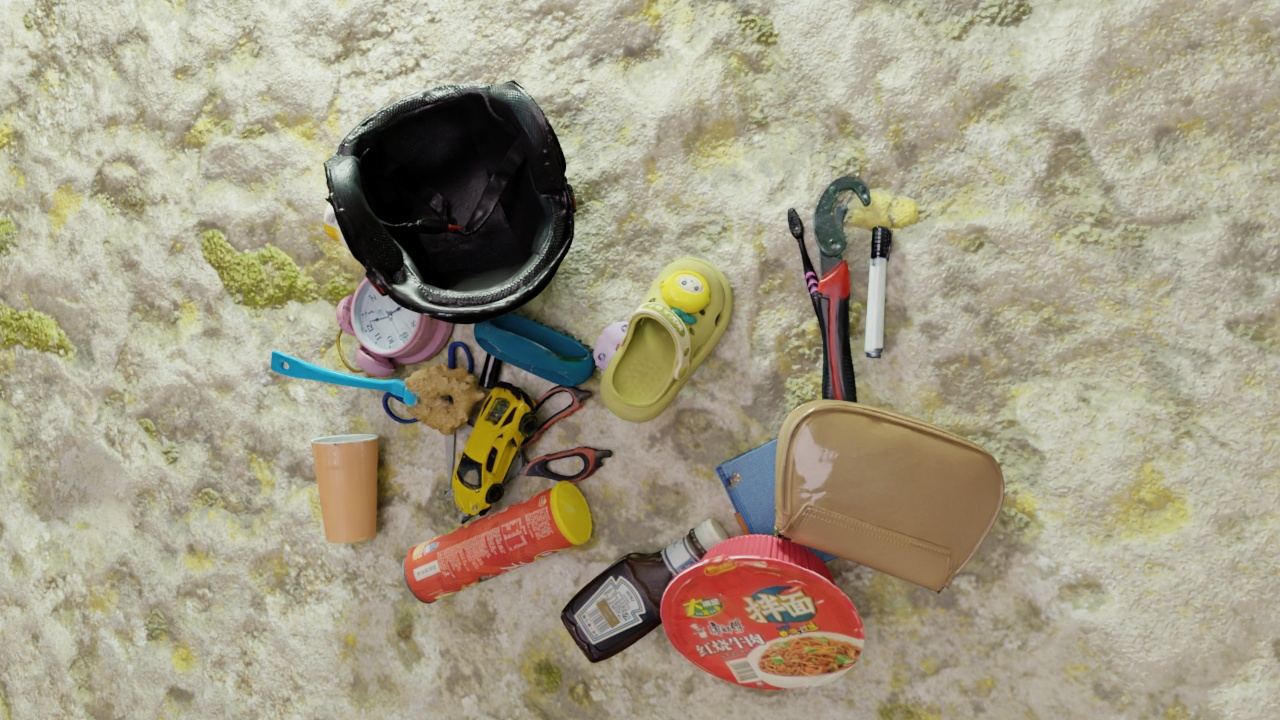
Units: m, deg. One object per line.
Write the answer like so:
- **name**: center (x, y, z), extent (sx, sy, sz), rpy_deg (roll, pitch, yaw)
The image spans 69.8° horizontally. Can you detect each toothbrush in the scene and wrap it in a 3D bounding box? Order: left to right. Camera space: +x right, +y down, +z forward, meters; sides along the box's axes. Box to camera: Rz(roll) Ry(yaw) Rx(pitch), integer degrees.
- **toothbrush**: center (0.178, -0.066, 0.930), extent (0.014, 0.017, 0.189), rpy_deg (-17, 84, 14)

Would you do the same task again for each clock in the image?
- **clock**: center (-0.300, -0.045, 1.093), extent (0.159, 0.059, 0.117), rpy_deg (-33, 77, 20)

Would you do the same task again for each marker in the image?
- **marker**: center (-0.161, -0.031, 1.059), extent (0.022, 0.020, 0.132), rpy_deg (21, 97, 56)
- **marker**: center (0.235, -0.067, 0.907), extent (0.023, 0.018, 0.130), rpy_deg (2, 89, 12)

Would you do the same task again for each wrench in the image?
- **wrench**: center (0.198, -0.048, 0.915), extent (0.056, 0.016, 0.273), rpy_deg (1, 88, 6)

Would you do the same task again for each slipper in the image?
- **slipper**: center (0.028, -0.025, 0.931), extent (0.091, 0.082, 0.190), rpy_deg (30, 78, 7)

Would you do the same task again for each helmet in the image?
- **helmet**: center (-0.186, -0.153, 0.960), extent (0.233, 0.230, 0.274), rpy_deg (-25, 75, -7)

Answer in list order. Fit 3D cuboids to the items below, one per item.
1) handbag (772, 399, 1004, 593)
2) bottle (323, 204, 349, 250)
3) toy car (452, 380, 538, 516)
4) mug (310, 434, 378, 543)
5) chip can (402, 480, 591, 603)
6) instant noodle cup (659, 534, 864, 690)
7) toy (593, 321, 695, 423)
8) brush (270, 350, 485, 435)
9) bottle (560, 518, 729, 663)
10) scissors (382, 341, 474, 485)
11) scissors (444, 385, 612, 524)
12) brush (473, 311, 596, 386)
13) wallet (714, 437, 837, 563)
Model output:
- **handbag**: center (0.222, 0.120, 0.857), extent (0.204, 0.100, 0.147), rpy_deg (19, 90, 2)
- **bottle**: center (-0.328, -0.155, 1.104), extent (0.108, 0.063, 0.063), rpy_deg (33, 100, 19)
- **toy car**: center (-0.167, 0.100, 1.025), extent (0.071, 0.041, 0.156), rpy_deg (24, 89, 42)
- **mug**: center (-0.352, 0.153, 1.104), extent (0.078, 0.078, 0.123), rpy_deg (-1, 94, 21)
- **chip can**: center (-0.162, 0.206, 1.026), extent (0.217, 0.073, 0.073), rpy_deg (-25, 80, 18)
- **instant noodle cup**: center (0.118, 0.236, 0.887), extent (0.194, 0.065, 0.194), rpy_deg (7, 126, 10)
- **toy**: center (-0.006, 0.006, 0.986), extent (0.084, 0.039, 0.108), rpy_deg (-45, 74, -1)
- **brush**: center (-0.304, 0.027, 1.055), extent (0.255, 0.045, 0.083), rpy_deg (12, 112, 2)
- **bottle**: center (0.008, 0.235, 0.961), extent (0.195, 0.044, 0.080), rpy_deg (-39, 78, 12)
- **scissors**: center (-0.235, 0.062, 1.090), extent (0.162, 0.012, 0.173), rpy_deg (1, 91, 18)
- **scissors**: center (-0.128, 0.116, 1.044), extent (0.216, 0.015, 0.196), rpy_deg (13, 93, 20)
- **brush**: center (-0.119, -0.014, 1.005), extent (0.144, 0.073, 0.055), rpy_deg (24, 99, 8)
- **wallet**: center (0.148, 0.146, 0.925), extent (0.106, 0.040, 0.133), rpy_deg (-28, 83, 13)
